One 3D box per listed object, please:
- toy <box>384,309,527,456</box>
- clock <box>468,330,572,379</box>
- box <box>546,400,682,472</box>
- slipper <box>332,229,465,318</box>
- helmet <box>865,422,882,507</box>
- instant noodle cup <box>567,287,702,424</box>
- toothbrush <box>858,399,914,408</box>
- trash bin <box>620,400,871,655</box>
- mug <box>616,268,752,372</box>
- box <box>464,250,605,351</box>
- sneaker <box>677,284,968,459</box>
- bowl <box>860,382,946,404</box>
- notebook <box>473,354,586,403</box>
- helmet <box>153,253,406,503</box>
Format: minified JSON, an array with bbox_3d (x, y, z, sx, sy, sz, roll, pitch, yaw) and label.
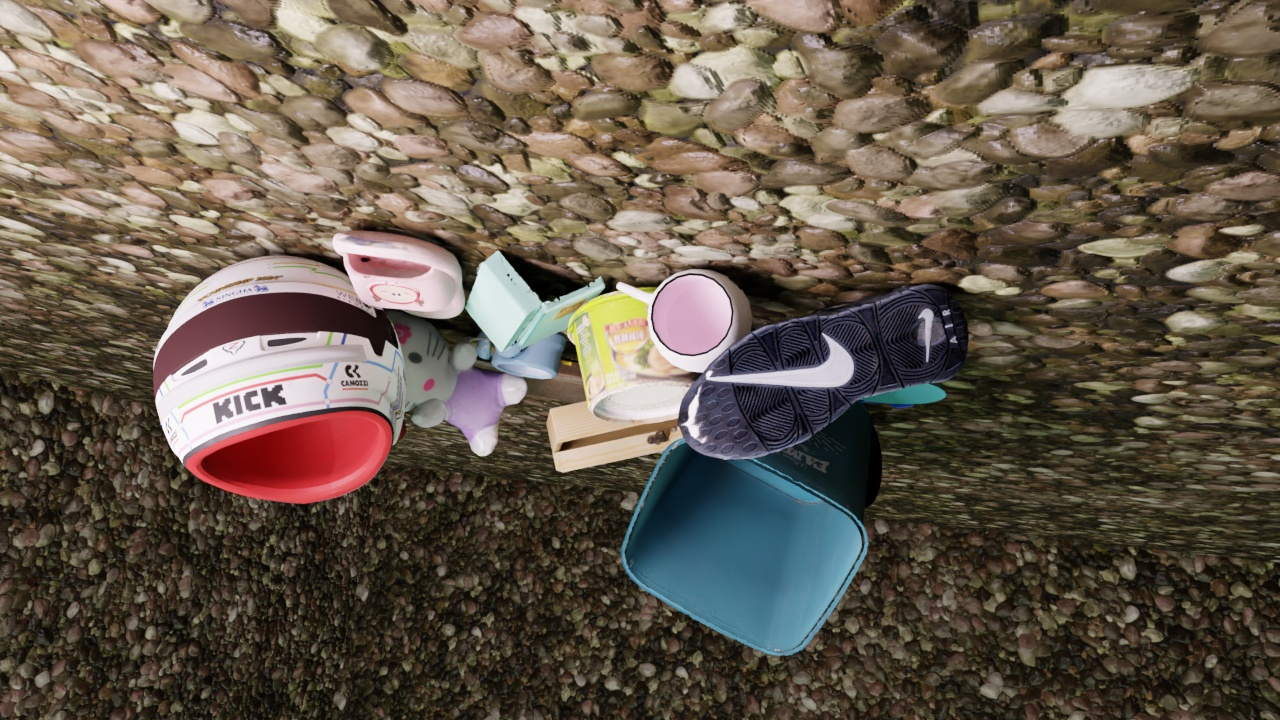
[{"bbox_3d":[-0.253,0.023,1.152,0.209,0.138,0.085,29,-175,-25],"label":"toy"},{"bbox_3d":[-0.148,-0.014,1.111,0.124,0.051,0.089,18,166,-37],"label":"clock"},{"bbox_3d":[0.010,0.084,1.170,0.249,0.091,0.128,-11,167,-10],"label":"box"},{"bbox_3d":[-0.224,-0.075,0.890,0.107,0.055,0.222,6,168,3],"label":"slipper"},{"bbox_3d":[0.218,0.145,1.299,0.201,0.176,0.274,-9,174,27],"label":"helmet"},{"bbox_3d":[0.003,0.000,0.899,0.146,0.097,0.146,-4,159,-2],"label":"instant noodle cup"},{"bbox_3d":[0.260,0.047,1.195,0.187,0.016,0.011,4,164,28],"label":"toothbrush"},{"bbox_3d":[0.122,0.125,0.907,0.196,0.200,0.218,27,-147,8],"label":"trash bin"},{"bbox_3d":[0.037,-0.042,0.806,0.124,0.090,0.076,24,-178,15],"label":"mug"},{"bbox_3d":[-0.112,-0.063,0.929,0.112,0.078,0.187,-18,175,-16],"label":"box"},{"bbox_3d":[0.140,0.004,0.800,0.252,0.097,0.151,-21,-176,-7],"label":"sneaker"},{"bbox_3d":[0.256,0.009,0.957,0.121,0.046,0.121,8,167,2],"label":"bowl"},{"bbox_3d":[-0.140,0.018,1.281,0.215,0.034,0.190,10,166,-7],"label":"notebook"},{"bbox_3d":[-0.363,0.007,0.937,0.231,0.235,0.315,-17,161,-7],"label":"helmet"}]
